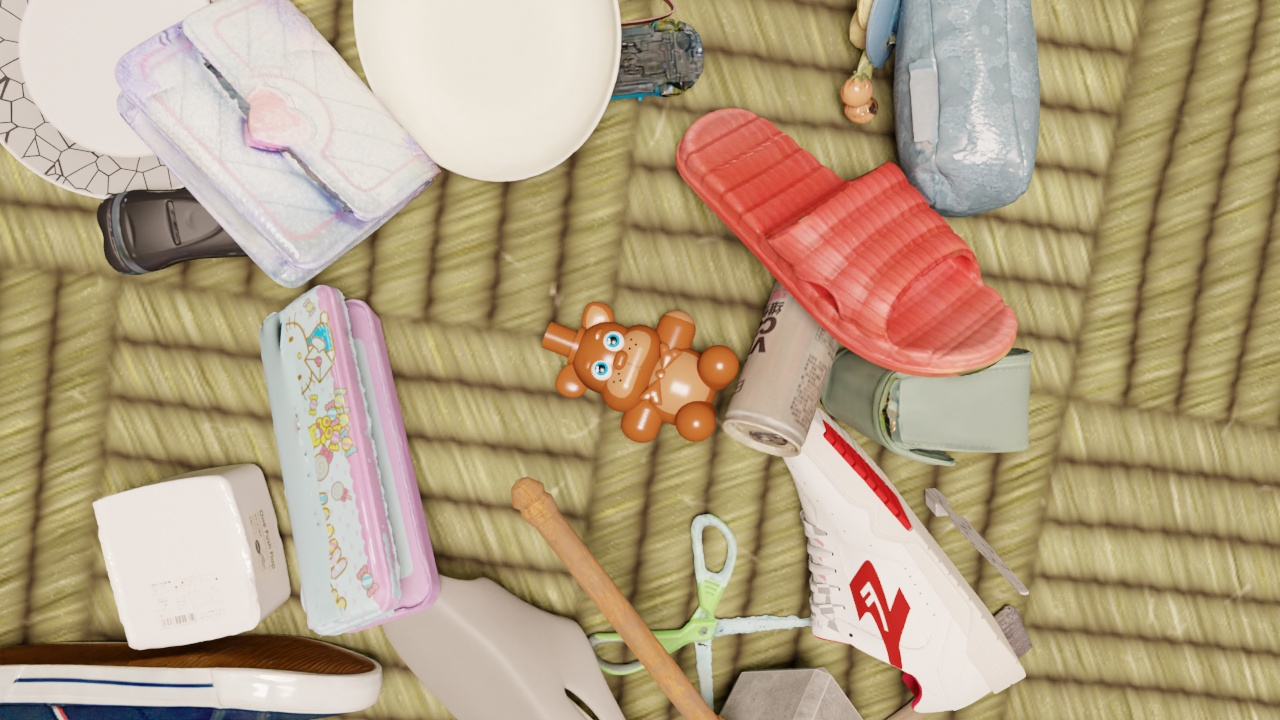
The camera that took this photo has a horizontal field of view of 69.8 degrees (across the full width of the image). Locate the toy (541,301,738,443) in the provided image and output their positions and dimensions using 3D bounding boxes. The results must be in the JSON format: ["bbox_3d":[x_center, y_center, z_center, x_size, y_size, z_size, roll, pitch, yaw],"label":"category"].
[{"bbox_3d":[-0.004,0.004,0.616,0.128,0.065,0.095,21,85,0],"label":"toy"}]

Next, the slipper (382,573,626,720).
[{"bbox_3d":[-0.060,0.232,0.633,0.266,0.080,0.113,45,136,-1],"label":"slipper"}]

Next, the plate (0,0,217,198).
[{"bbox_3d":[-0.339,-0.200,0.597,0.188,0.016,0.188,0,96,-3],"label":"plate"}]

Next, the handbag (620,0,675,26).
[{"bbox_3d":[-0.036,-0.241,0.606,0.119,0.029,0.055,7,98,-9],"label":"handbag"}]

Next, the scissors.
[{"bbox_3d":[0.045,0.194,0.663,0.171,0.021,0.172,-5,95,-7],"label":"scissors"}]

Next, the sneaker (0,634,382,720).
[{"bbox_3d":[-0.317,0.250,0.607,0.294,0.121,0.127,-4,84,0],"label":"sneaker"}]

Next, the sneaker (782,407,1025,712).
[{"bbox_3d":[0.152,0.147,0.634,0.104,0.090,0.236,-37,98,12],"label":"sneaker"}]

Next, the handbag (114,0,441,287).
[{"bbox_3d":[-0.218,-0.141,0.562,0.158,0.069,0.126,49,64,-10],"label":"handbag"}]

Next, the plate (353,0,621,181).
[{"bbox_3d":[-0.093,-0.206,0.576,0.182,0.034,0.182,8,115,17],"label":"plate"}]

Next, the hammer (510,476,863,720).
[{"bbox_3d":[0.018,0.195,0.566,0.083,0.162,0.318,-21,110,43],"label":"hammer"}]

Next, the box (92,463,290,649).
[{"bbox_3d":[-0.297,0.129,0.629,0.102,0.091,0.107,-12,92,6],"label":"box"}]

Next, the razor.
[{"bbox_3d":[-0.274,-0.090,0.601,0.140,0.064,0.053,-10,96,-17],"label":"razor"}]

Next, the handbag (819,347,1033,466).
[{"bbox_3d":[0.184,0.024,0.598,0.106,0.122,0.067,-3,98,-6],"label":"handbag"}]

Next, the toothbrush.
[{"bbox_3d":[0.208,0.113,0.578,0.010,0.181,0.010,-6,99,3],"label":"toothbrush"}]

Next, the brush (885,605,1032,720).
[{"bbox_3d":[0.225,0.241,0.678,0.151,0.012,0.039,-40,97,2],"label":"brush"}]

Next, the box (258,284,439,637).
[{"bbox_3d":[-0.190,0.061,0.578,0.078,0.065,0.214,-21,72,12],"label":"box"}]

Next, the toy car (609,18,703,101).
[{"bbox_3d":[-0.011,-0.194,0.606,0.105,0.032,0.048,-7,96,3],"label":"toy car"}]

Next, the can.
[{"bbox_3d":[0.101,-0.008,0.601,0.054,0.054,0.135,25,72,-5],"label":"can"}]

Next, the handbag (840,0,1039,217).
[{"bbox_3d":[0.187,-0.187,0.582,0.119,0.121,0.192,-1,99,14],"label":"handbag"}]

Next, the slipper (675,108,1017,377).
[{"bbox_3d":[0.121,-0.086,0.557,0.103,0.059,0.249,-37,67,-25],"label":"slipper"}]
